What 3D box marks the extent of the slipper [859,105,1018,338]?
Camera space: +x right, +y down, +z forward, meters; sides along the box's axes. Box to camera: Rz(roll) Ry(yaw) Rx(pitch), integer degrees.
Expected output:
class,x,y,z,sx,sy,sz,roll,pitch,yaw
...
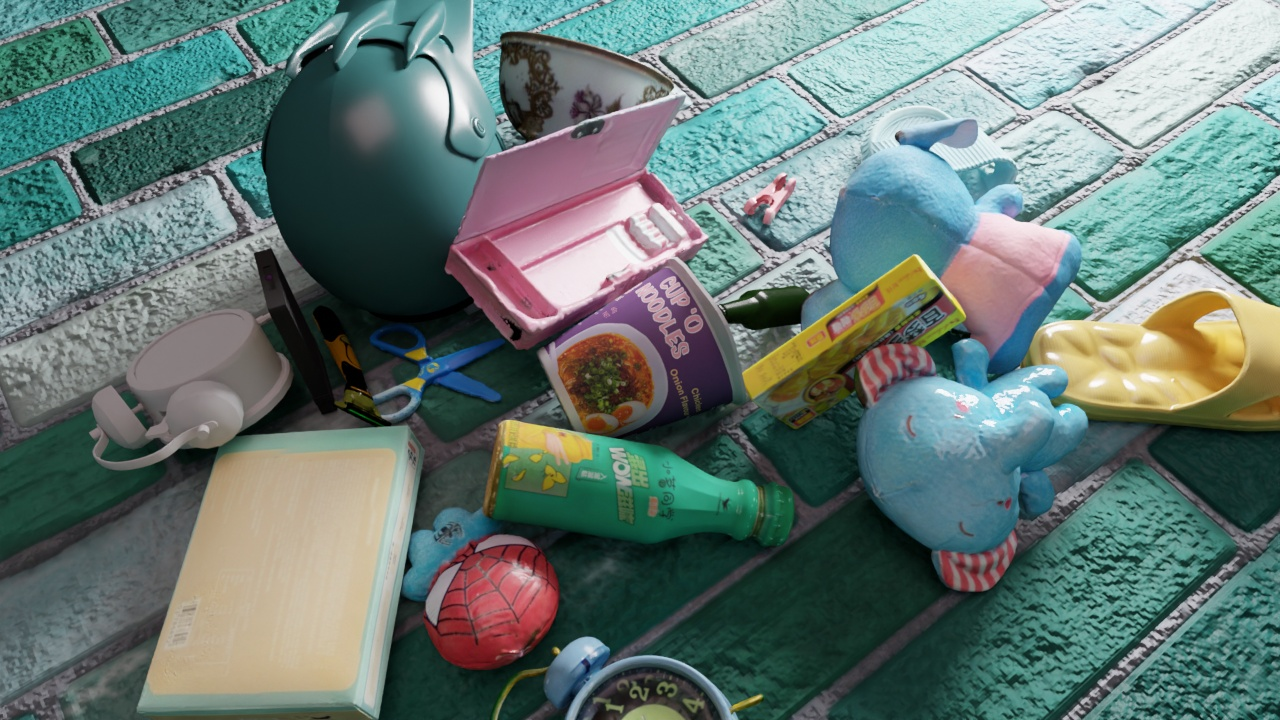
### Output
class,x,y,z,sx,sy,sz,roll,pitch,yaw
slipper,0.269,-0.140,0.805,0.116,0.070,0.275,-7,57,-2

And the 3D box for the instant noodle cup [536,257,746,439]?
class,x,y,z,sx,sy,sz,roll,pitch,yaw
instant noodle cup,-0.004,0.004,0.672,0.122,0.137,0.122,-26,91,-6

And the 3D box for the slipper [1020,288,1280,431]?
class,x,y,z,sx,sy,sz,roll,pitch,yaw
slipper,0.433,-0.003,0.707,0.263,0.078,0.099,0,58,-1

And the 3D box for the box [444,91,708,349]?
class,x,y,z,sx,sy,sz,roll,pitch,yaw
box,-0.026,-0.114,0.699,0.106,0.116,0.231,50,46,9

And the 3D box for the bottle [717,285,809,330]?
class,x,y,z,sx,sy,sz,roll,pitch,yaw
bottle,0.092,-0.040,0.715,0.033,0.033,0.122,45,31,25

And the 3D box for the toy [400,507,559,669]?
class,x,y,z,sx,sy,sz,roll,pitch,yaw
toy,-0.109,0.145,0.609,0.092,0.062,0.133,-30,49,-28

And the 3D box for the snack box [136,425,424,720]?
class,x,y,z,sx,sy,sz,roll,pitch,yaw
snack box,-0.230,0.137,0.608,0.141,0.044,0.193,-4,54,8

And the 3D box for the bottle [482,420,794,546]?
class,x,y,z,sx,sy,sz,roll,pitch,yaw
bottle,0.001,0.091,0.630,0.209,0.068,0.068,11,55,-9

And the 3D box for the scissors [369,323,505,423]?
class,x,y,z,sx,sy,sz,roll,pitch,yaw
scissors,-0.169,0.013,0.724,0.125,0.016,0.123,20,61,14

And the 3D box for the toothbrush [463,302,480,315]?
class,x,y,z,sx,sy,sz,roll,pitch,yaw
toothbrush,-0.070,-0.089,0.792,0.187,0.018,0.019,-30,51,-19

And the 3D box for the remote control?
class,x,y,z,sx,sy,sz,roll,pitch,yaw
remote control,-0.251,-0.018,0.671,0.013,0.134,0.058,-19,57,-13

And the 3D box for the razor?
class,x,y,z,sx,sy,sz,roll,pitch,yaw
razor,-0.231,0.000,0.712,0.021,0.044,0.144,-45,48,6

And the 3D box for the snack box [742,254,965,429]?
class,x,y,z,sx,sy,sz,roll,pitch,yaw
snack box,0.153,-0.010,0.663,0.152,0.075,0.025,-36,52,19

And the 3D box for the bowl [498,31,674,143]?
class,x,y,z,sx,sy,sz,roll,pitch,yaw
bowl,-0.059,-0.223,0.826,0.160,0.159,0.094,16,97,10

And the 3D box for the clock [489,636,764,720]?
class,x,y,z,sx,sy,sz,roll,pitch,yaw
clock,-0.011,0.232,0.550,0.162,0.060,0.117,7,57,8

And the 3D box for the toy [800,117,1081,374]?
class,x,y,z,sx,sy,sz,roll,pitch,yaw
toy,0.231,-0.073,0.712,0.191,0.099,0.224,32,88,5

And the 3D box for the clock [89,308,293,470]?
class,x,y,z,sx,sy,sz,roll,pitch,yaw
clock,-0.323,0.025,0.664,0.120,0.061,0.158,-3,39,20

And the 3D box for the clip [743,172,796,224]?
class,x,y,z,sx,sy,sz,roll,pitch,yaw
clip,0.115,-0.149,0.836,0.045,0.023,0.059,15,62,7

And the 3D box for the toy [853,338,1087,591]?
class,x,y,z,sx,sy,sz,roll,pitch,yaw
toy,0.241,0.059,0.639,0.180,0.115,0.183,-22,83,-11

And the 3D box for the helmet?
class,x,y,z,sx,sy,sz,roll,pitch,yaw
helmet,-0.193,-0.177,0.727,0.176,0.200,0.274,-3,53,9
